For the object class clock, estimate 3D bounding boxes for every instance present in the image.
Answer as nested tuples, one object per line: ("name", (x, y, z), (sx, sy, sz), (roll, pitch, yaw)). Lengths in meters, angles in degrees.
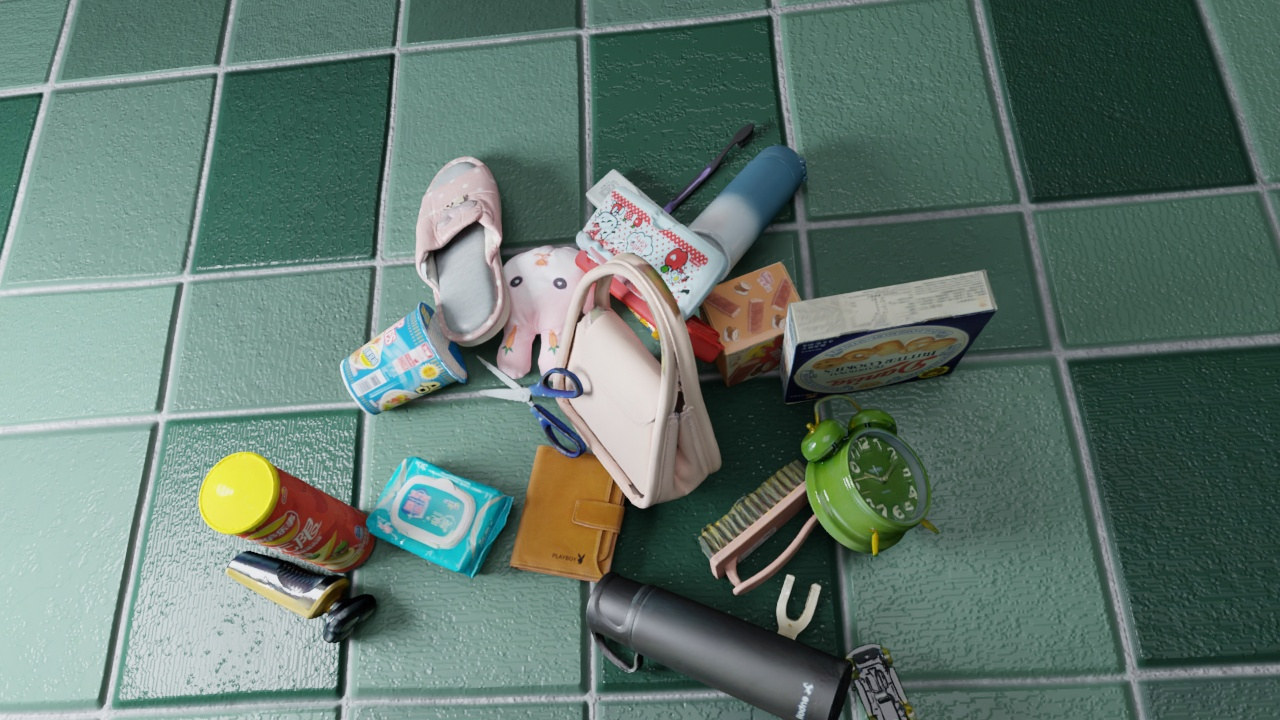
("clock", (0.215, 0.106, 0.884), (0.116, 0.056, 0.161), (-9, 66, -36))

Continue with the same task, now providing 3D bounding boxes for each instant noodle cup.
("instant noodle cup", (-0.261, 0.005, 1.000), (0.110, 0.099, 0.099), (-28, 67, 3))

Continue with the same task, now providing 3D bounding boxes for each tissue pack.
("tissue pack", (-0.204, 0.161, 0.947), (0.133, 0.050, 0.093), (19, 70, 14))

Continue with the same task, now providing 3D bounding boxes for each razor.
("razor", (-0.353, 0.237, 0.939), (0.167, 0.062, 0.068), (16, 102, 19))

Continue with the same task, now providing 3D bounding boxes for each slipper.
("slipper", (-0.206, -0.136, 1.042), (0.114, 0.054, 0.274), (-22, 56, 14))

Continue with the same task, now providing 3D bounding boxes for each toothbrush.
("toothbrush", (0.071, -0.215, 1.090), (0.189, 0.017, 0.014), (-46, 63, -8))

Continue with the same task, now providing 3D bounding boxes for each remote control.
("remote control", (-0.006, -0.173, 1.070), (0.049, 0.024, 0.125), (-44, 64, -7))

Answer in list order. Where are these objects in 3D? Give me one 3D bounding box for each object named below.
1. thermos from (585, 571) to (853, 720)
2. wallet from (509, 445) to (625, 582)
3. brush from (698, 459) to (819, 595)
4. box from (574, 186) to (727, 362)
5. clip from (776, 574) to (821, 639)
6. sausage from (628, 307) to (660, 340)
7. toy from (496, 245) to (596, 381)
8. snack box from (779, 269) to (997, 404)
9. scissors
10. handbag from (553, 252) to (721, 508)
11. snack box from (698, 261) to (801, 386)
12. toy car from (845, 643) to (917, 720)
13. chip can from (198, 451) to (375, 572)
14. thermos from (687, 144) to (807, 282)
("thermos", (0.066, 0.273, 0.846), (0.243, 0.068, 0.090), (15, 108, 26))
("wallet", (-0.063, 0.158, 0.944), (0.119, 0.035, 0.130), (5, 68, 16))
("brush", (0.129, 0.162, 0.900), (0.145, 0.063, 0.073), (-37, 64, -10))
("box", (0.021, -0.090, 0.935), (0.100, 0.095, 0.201), (-53, 47, 5))
("clip", (0.145, 0.254, 0.885), (0.035, 0.086, 0.104), (16, 98, 12))
("sausage", (-0.017, -0.081, 1.039), (0.021, 0.021, 0.165), (-36, 68, -8))
("toy", (-0.108, -0.055, 1.024), (0.121, 0.054, 0.159), (1, 73, 11))
("snack box", (0.231, -0.018, 0.895), (0.178, 0.183, 0.045), (-10, 69, 2))
("scissors", (-0.112, 0.036, 0.956), (0.012, 0.163, 0.162), (-28, 76, -43))
("handbag", (-0.005, 0.005, 0.876), (0.093, 0.235, 0.193), (-24, 49, -25))
("snack box", (0.119, -0.036, 0.965), (0.094, 0.093, 0.077), (-21, 67, -2))
("toy car", (0.220, 0.307, 0.842), (0.043, 0.036, 0.091), (-19, 68, 0))
("chip can", (-0.328, 0.152, 0.876), (0.073, 0.217, 0.073), (-3, 67, 7))
("thermos", (0.113, -0.165, 0.995), (0.070, 0.070, 0.219), (25, 47, 16))
